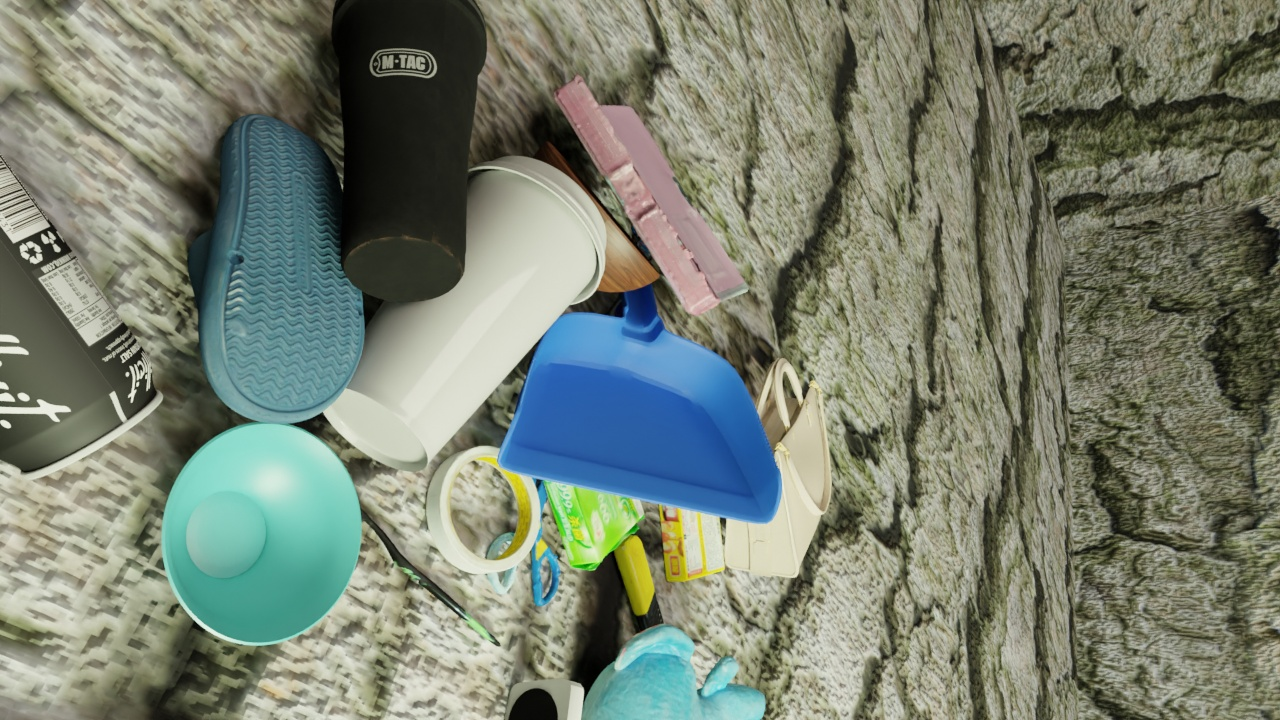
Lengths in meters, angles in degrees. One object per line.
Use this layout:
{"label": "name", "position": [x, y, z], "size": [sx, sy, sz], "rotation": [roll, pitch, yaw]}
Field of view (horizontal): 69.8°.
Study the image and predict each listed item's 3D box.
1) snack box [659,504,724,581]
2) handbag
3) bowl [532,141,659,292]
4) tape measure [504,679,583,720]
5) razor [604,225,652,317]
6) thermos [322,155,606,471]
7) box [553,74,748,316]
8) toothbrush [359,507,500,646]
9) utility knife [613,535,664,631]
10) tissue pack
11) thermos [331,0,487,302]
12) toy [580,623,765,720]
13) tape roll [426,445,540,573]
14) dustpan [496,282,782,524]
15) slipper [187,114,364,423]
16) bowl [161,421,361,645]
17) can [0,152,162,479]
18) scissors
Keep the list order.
{"label": "snack box", "position": [0.048, 0.140, 0.922], "size": [0.075, 0.025, 0.152], "rotation": [4, 78, -55]}
{"label": "handbag", "position": [0.146, 0.095, 0.968], "size": [0.194, 0.101, 0.198], "rotation": [-45, 135, -58]}
{"label": "bowl", "position": [-0.056, -0.107, 0.781], "size": [0.147, 0.069, 0.147], "rotation": [50, 6, -7]}
{"label": "tape measure", "position": [-0.072, 0.270, 0.677], "size": [0.016, 0.065, 0.064], "rotation": [36, 51, -45]}
{"label": "razor", "position": [-0.008, -0.080, 0.904], "size": [0.044, 0.018, 0.140], "rotation": [52, 43, -35]}
{"label": "thermos", "position": [-0.123, -0.034, 0.644], "size": [0.131, 0.132, 0.221], "rotation": [55, 49, -31]}
{"label": "box", "position": [0.011, -0.148, 0.868], "size": [0.232, 0.051, 0.180], "rotation": [58, 18, 5]}
{"label": "toothbrush", "position": [-0.154, 0.152, 0.636], "size": [0.188, 0.014, 0.017], "rotation": [54, 55, -32]}
{"label": "utility knife", "position": [0.011, 0.249, 0.844], "size": [0.028, 0.020, 0.186], "rotation": [-26, 102, -53]}
{"label": "tissue pack", "position": [-0.040, 0.110, 0.786], "size": [0.099, 0.034, 0.114], "rotation": [-34, 107, -59]}
{"label": "thermos", "position": [-0.152, -0.148, 0.600], "size": [0.105, 0.106, 0.218], "rotation": [31, 45, -48]}
{"label": "toy", "position": [0.023, 0.302, 0.774], "size": [0.180, 0.115, 0.183], "rotation": [8, 97, -36]}
{"label": "tape roll", "position": [-0.116, 0.111, 0.685], "size": [0.094, 0.019, 0.094], "rotation": [20, 61, -43]}
{"label": "dustpan", "position": [-0.005, 0.005, 0.804], "size": [0.245, 0.060, 0.257], "rotation": [15, 37, -23]}
{"label": "slipper", "position": [-0.220, -0.056, 0.555], "size": [0.103, 0.059, 0.213], "rotation": [26, 45, -47]}
{"label": "bowl", "position": [-0.223, 0.098, 0.521], "size": [0.121, 0.046, 0.121], "rotation": [20, 65, -52]}
{"label": "can", "position": [-0.295, -0.024, 0.419], "size": [0.080, 0.080, 0.146], "rotation": [-52, 123, -48]}
{"label": "scissors", "position": [-0.095, 0.129, 0.732], "size": [0.097, 0.020, 0.132], "rotation": [14, 69, -56]}
